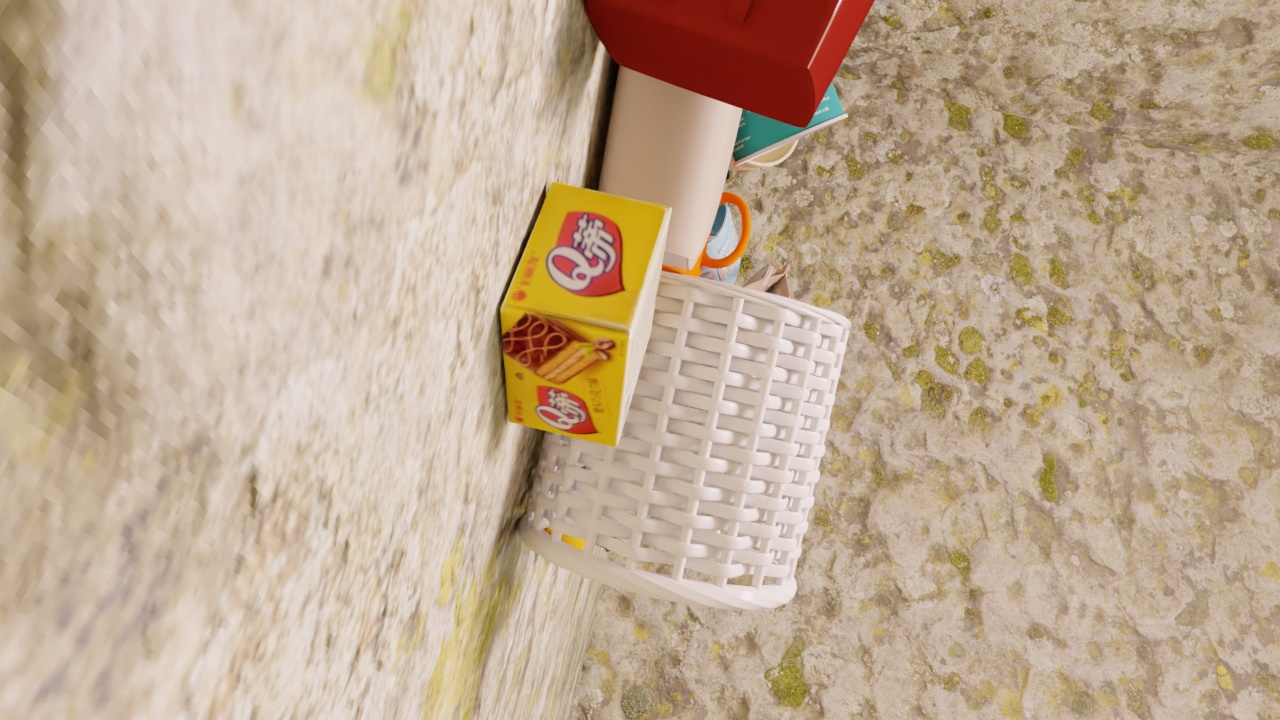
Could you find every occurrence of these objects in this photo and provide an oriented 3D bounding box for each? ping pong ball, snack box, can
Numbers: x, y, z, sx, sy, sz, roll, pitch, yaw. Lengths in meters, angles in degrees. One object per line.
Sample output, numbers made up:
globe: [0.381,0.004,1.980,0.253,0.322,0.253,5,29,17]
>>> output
ping pong ball: [-0.062,0.147,0.769,0.040,0.040,0.040,17,86,-87]
snack box: [-0.027,-0.021,0.458,0.106,0.061,0.083,99,6,-57]
can: [0.096,-0.246,0.748,0.099,0.099,0.144,-62,130,-78]

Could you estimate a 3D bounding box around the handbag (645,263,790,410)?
handbag: [0.086,-0.031,0.878,0.176,0.062,0.197,-46,-174,37]

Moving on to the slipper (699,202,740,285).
slipper: [0.066,-0.101,0.953,0.246,0.074,0.103,91,11,-55]

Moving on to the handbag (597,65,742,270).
handbag: [0.038,-0.169,0.621,0.208,0.103,0.211,-65,168,-65]

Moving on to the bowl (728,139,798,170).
bowl: [0.072,-0.240,0.844,0.075,0.150,0.150,-14,-126,48]

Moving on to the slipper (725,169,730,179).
slipper: [0.060,-0.215,1.036,0.109,0.083,0.265,65,37,-82]

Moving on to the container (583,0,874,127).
container: [0.066,-0.233,0.436,0.127,0.148,0.201,20,93,-80]

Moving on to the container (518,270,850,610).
container: [0.030,0.046,0.617,0.189,0.189,0.187,-3,105,-87]

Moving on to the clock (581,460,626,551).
clock: [-0.030,0.113,0.856,0.103,0.056,0.148,-67,169,-53]

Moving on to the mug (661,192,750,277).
mug: [0.039,-0.112,0.791,0.077,0.113,0.095,53,49,-70]
